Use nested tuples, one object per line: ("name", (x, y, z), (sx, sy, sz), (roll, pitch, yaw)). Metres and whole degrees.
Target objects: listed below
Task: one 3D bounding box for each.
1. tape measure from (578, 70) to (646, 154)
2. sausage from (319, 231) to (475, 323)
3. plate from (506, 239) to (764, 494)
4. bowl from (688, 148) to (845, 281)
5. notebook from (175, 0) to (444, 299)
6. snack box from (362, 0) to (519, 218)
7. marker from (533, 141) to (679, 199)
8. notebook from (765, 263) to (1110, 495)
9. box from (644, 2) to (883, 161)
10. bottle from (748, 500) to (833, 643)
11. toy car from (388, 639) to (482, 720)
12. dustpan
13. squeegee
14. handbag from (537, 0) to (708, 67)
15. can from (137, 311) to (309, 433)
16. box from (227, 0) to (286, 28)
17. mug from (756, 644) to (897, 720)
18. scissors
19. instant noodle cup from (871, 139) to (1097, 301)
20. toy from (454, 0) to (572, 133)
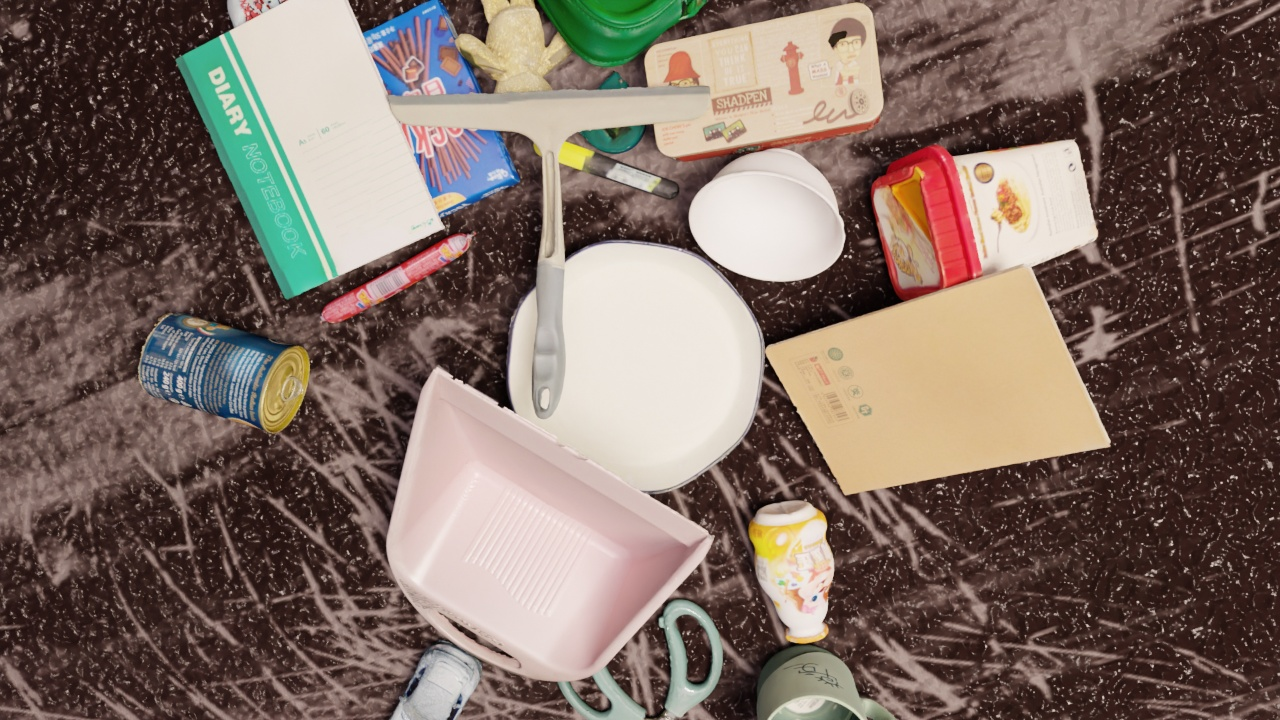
("tape measure", (-0.022, -0.194, 0.734), (0.054, 0.025, 0.058), (45, 99, 1))
("sausage", (-0.204, -0.068, 0.769), (0.156, 0.020, 0.020), (-27, 93, 8))
("plate", (-0.004, 0.004, 0.744), (0.205, 0.045, 0.205), (1, 95, 6))
("bowl", (0.101, -0.122, 0.703), (0.118, 0.118, 0.064), (15, 59, 4))
("notebook", (-0.262, -0.172, 0.727), (0.150, 0.012, 0.209), (-22, 94, 10))
("snack box", (-0.168, -0.202, 0.747), (0.084, 0.026, 0.157), (-23, 93, 7))
("marker", (-0.027, -0.157, 0.745), (0.124, 0.015, 0.018), (19, 98, 0))
("notebook", (0.210, 0.024, 0.677), (0.208, 0.008, 0.148), (-19, 109, 38))
("box", (0.096, -0.209, 0.702), (0.168, 0.079, 0.091), (-7, 96, 12))
("bottle", (0.125, 0.170, 0.741), (0.063, 0.063, 0.108), (-10, 95, 6))
("toy car", (-0.183, 0.301, 0.799), (0.054, 0.036, 0.121), (29, 101, 1))
("dustpan", (-0.092, 0.155, 0.690), (0.222, 0.274, 0.138), (30, 69, 5))
("squeegee", (-0.069, -0.079, 0.703), (0.247, 0.039, 0.246), (1, 93, 9))
("handbag", (-0.022, -0.301, 0.693), (0.120, 0.068, 0.131), (-35, 89, -19))
("can", (-0.345, 0.009, 0.762), (0.111, 0.075, 0.075), (16, 97, 4))
("box", (-0.273, -0.212, 0.745), (0.087, 0.048, 0.201), (-14, 95, 7))
("mug", (0.149, 0.282, 0.728), (0.112, 0.106, 0.082), (6, 96, 5))
("scissors", (-0.007, 0.285, 0.789), (0.178, 0.019, 0.174), (5, 98, 4))
("instant noodle cup", (0.253, -0.107, 0.680), (0.124, 0.116, 0.116), (-16, 94, -5))
("toy", (-0.103, -0.256, 0.723), (0.105, 0.066, 0.157), (-14, 91, -36))
